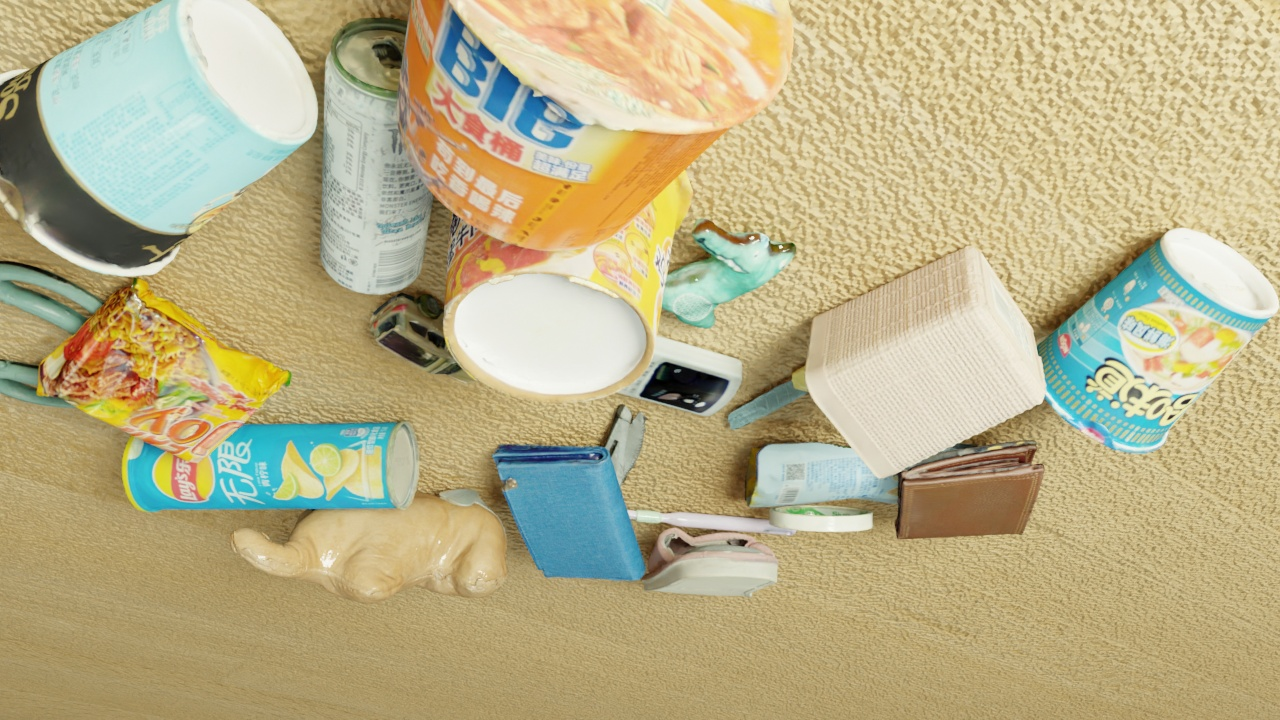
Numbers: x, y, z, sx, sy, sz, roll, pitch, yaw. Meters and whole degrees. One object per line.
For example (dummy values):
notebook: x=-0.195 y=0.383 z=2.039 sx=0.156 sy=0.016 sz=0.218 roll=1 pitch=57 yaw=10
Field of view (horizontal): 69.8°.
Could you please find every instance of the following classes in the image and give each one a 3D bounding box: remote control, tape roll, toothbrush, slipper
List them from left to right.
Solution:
remote control: x=-0.004 y=0.004 z=0.641 sx=0.150 sy=0.021 sz=0.058 roll=16 pitch=141 yaw=-16
toothbrush: x=0.051 y=0.141 z=0.825 sx=0.189 sy=0.021 sz=0.029 roll=8 pitch=140 yaw=-10
slipper: x=0.061 y=0.180 z=0.820 sx=0.114 sy=0.054 sz=0.275 roll=3 pitch=163 yaw=-2
tape roll: x=0.152 y=0.133 z=0.774 sx=0.086 sy=0.014 sz=0.086 roll=1 pitch=177 yaw=0

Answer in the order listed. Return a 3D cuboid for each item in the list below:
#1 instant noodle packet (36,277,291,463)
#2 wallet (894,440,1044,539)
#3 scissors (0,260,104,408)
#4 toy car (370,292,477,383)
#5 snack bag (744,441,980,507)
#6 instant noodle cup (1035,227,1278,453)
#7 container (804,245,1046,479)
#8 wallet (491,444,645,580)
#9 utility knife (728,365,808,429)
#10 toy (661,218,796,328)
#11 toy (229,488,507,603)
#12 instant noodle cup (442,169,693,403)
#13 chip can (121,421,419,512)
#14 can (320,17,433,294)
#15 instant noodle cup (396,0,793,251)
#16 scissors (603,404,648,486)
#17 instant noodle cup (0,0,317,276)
instant noodle packet: x=-0.327 y=0.015 z=0.633 sx=0.111 sy=0.044 sz=0.128 roll=-38 pitch=134 yaw=11
wallet: x=0.248 y=0.106 z=0.708 sx=0.101 sy=0.032 sz=0.125 roll=-8 pitch=146 yaw=9
scissors: x=-0.414 y=-0.003 z=0.658 sx=0.180 sy=0.019 sz=0.170 roll=-16 pitch=140 yaw=21
toy car: x=-0.136 y=-0.011 z=0.619 sx=0.042 sy=0.035 sz=0.090 roll=-27 pitch=137 yaw=35
snack bag: x=0.183 y=0.093 z=0.738 sx=0.191 sy=0.038 sz=0.110 roll=-1 pitch=141 yaw=0
instant noodle cup: x=0.307 y=-0.015 z=0.545 sx=0.099 sy=0.099 sz=0.110 roll=13 pitch=134 yaw=-14
container: x=0.173 y=0.000 z=0.557 sx=0.111 sy=0.090 sz=0.090 roll=-29 pitch=112 yaw=31
wallet: x=-0.059 y=0.126 z=0.759 sx=0.106 sy=0.040 sz=0.133 roll=-2 pitch=124 yaw=22
utility knife: x=0.141 y=0.001 z=0.639 sx=0.031 sy=0.022 sz=0.220 roll=38 pitch=136 yaw=-26
toy: x=0.046 y=-0.054 z=0.551 sx=0.092 sy=0.030 sz=0.096 roll=-28 pitch=148 yaw=29
toy: x=-0.221 y=0.151 z=0.757 sx=0.225 sy=0.082 sz=0.143 roll=6 pitch=-171 yaw=-30
instant noodle cup: x=-0.045 y=-0.051 z=0.496 sx=0.138 sy=0.109 sz=0.138 roll=1 pitch=142 yaw=1
chip can: x=-0.287 y=0.082 z=0.721 sx=0.210 sy=0.071 sz=0.071 roll=-1 pitch=143 yaw=4
can: x=-0.135 y=-0.100 z=0.478 sx=0.058 sy=0.058 sz=0.147 roll=12 pitch=142 yaw=-12
instant noodle cup: x=-0.030 y=-0.123 z=0.377 sx=0.151 sy=0.151 sz=0.112 roll=17 pitch=150 yaw=-19
scissors: x=-0.047 y=0.106 z=0.772 sx=0.193 sy=0.015 sz=0.207 roll=0 pitch=123 yaw=32
instant noodle cup: x=-0.224 y=-0.113 z=0.436 sx=0.121 sy=0.111 sz=0.111 roll=-22 pitch=137 yaw=20
